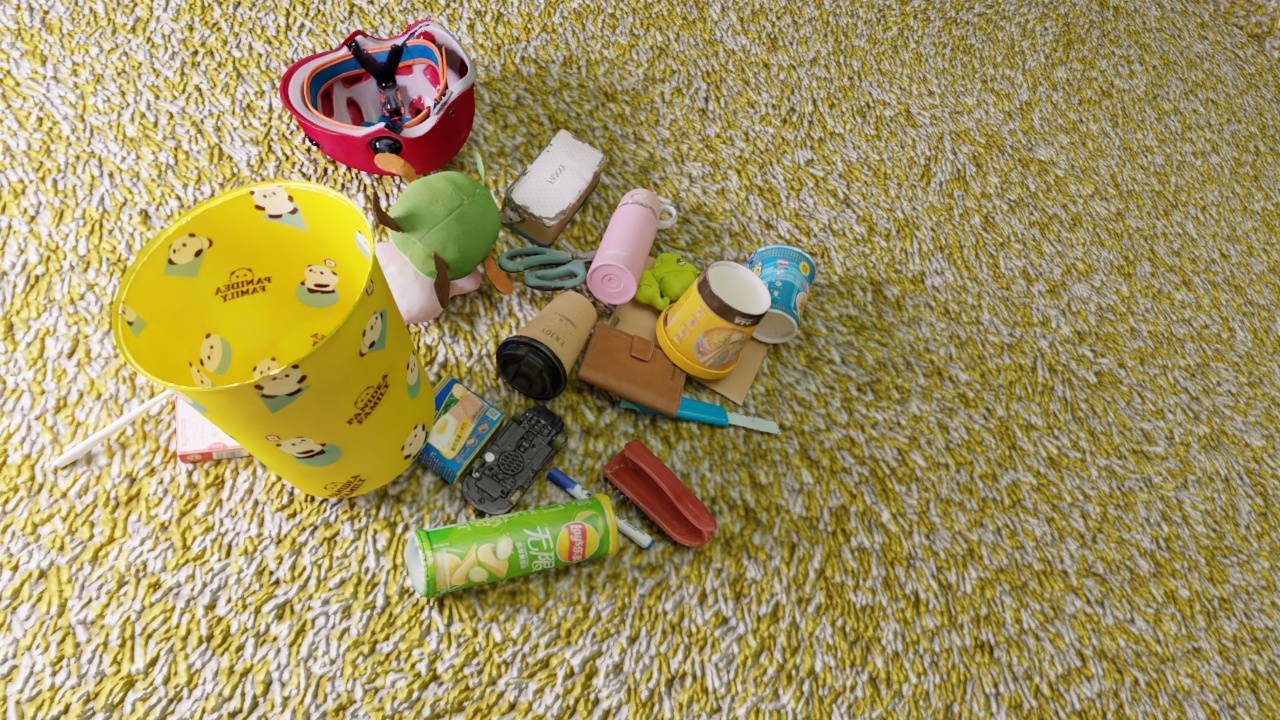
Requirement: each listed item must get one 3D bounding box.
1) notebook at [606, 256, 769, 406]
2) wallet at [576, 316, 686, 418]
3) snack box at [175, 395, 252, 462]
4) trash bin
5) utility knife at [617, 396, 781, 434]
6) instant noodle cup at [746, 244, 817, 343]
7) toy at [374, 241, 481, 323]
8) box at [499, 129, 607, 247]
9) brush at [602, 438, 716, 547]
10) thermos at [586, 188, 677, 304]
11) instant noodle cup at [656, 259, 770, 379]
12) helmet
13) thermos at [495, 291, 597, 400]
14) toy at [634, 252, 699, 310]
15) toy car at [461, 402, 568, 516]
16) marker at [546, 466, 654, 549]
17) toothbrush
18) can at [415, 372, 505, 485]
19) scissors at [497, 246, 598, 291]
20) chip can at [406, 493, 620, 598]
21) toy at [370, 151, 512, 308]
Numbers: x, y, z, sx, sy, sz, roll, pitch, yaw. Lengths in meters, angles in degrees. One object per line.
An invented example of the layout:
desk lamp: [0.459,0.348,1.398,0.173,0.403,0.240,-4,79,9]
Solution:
notebook: [0.071,-0.043,1.238,0.207,0.008,0.147,30,54,-1]
wallet: [-0.007,0.007,1.153,0.130,0.035,0.118,22,44,-6]
snack box: [-0.459,0.032,0.989,0.077,0.027,0.155,-5,61,-22]
trash bin: [-0.325,-0.003,0.889,0.230,0.256,0.229,-4,56,6]
utility knife: [0.078,0.066,1.166,0.218,0.018,0.034,12,54,-11]
instant noodle cup: [0.185,-0.085,1.251,0.099,0.099,0.109,21,56,-7]
toy: [-0.272,-0.102,1.124,0.159,0.054,0.121,-22,69,-43]
box: [-0.117,-0.242,1.264,0.090,0.061,0.183,33,52,1]
brush: [0.027,0.157,1.062,0.146,0.069,0.063,44,56,9]
thermos: [-0.007,-0.156,1.222,0.087,0.067,0.198,9,40,9]
instant noodle cup: [0.097,-0.057,1.166,0.118,0.115,0.118,18,43,-18]
helmet: [-0.325,-0.317,1.185,0.239,0.144,0.206,-17,56,-13]
thermos: [-0.109,-0.020,1.114,0.093,0.093,0.142,32,47,1]
toy: [0.034,-0.107,1.239,0.100,0.031,0.096,-4,58,-16]
toy car: [-0.143,0.112,1.044,0.070,0.042,0.157,36,54,4]
marker: [-0.046,0.171,1.059,0.146,0.017,0.016,36,55,4]
toothbrush: [-0.514,0.057,0.940,0.179,0.016,0.016,-37,76,-20]
can: [-0.213,0.078,1.032,0.083,0.057,0.101,35,55,1]
scissors: [-0.091,-0.120,1.198,0.179,0.019,0.143,-9,34,-34]
chip can: [-0.135,0.196,0.977,0.221,0.073,0.072,-7,63,-24]
toy: [-0.235,-0.162,1.103,0.227,0.090,0.246,50,27,-12]
